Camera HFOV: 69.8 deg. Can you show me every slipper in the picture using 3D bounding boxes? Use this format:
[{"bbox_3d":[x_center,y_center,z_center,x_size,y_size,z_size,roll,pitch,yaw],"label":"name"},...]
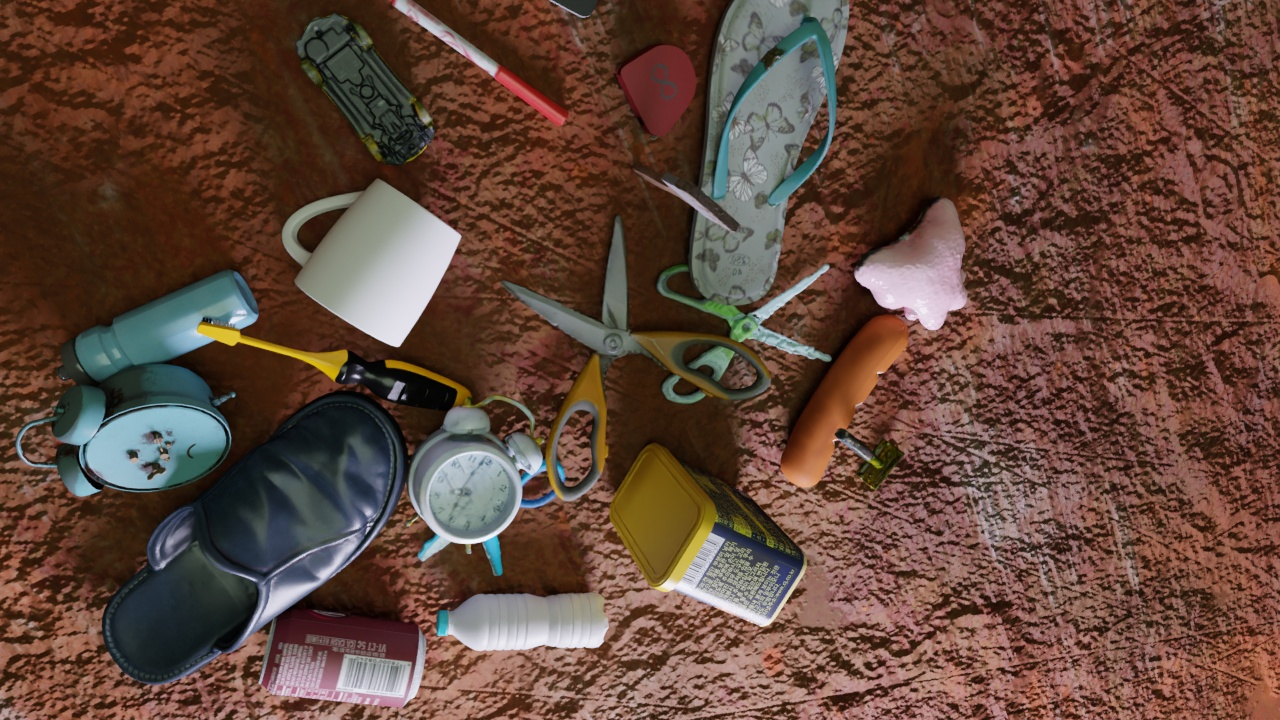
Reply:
[{"bbox_3d":[0.091,-0.171,0.677,0.098,0.055,0.269,11,101,-16],"label":"slipper"},{"bbox_3d":[-0.275,0.132,0.639,0.265,0.083,0.109,-42,92,0],"label":"slipper"}]

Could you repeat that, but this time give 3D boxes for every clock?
[{"bbox_3d":[-0.336,0.047,0.604,0.124,0.053,0.090,-2,135,-34],"label":"clock"},{"bbox_3d":[-0.123,0.080,0.684,0.083,0.057,0.117,30,88,-22],"label":"clock"}]

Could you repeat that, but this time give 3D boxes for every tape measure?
[{"bbox_3d":[0.015,-0.199,0.669,0.051,0.019,0.059,-33,119,-6],"label":"tape measure"}]

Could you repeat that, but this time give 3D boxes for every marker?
[{"bbox_3d":[-0.111,-0.208,0.634,0.142,0.013,0.013,32,95,-22],"label":"marker"}]

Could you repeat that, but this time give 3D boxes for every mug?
[{"bbox_3d":[-0.188,-0.077,0.624,0.114,0.081,0.087,34,89,9],"label":"mug"}]

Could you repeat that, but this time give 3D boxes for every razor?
[{"bbox_3d":[0.188,0.076,0.775,0.042,0.026,0.106,-51,142,5],"label":"razor"}]

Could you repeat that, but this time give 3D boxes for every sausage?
[{"bbox_3d":[0.169,0.032,0.771,0.044,0.039,0.164,28,97,-28],"label":"sausage"}]

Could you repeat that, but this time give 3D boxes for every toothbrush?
[{"bbox_3d":[-0.207,0.005,0.644,0.196,0.031,0.031,19,116,-33],"label":"toothbrush"}]

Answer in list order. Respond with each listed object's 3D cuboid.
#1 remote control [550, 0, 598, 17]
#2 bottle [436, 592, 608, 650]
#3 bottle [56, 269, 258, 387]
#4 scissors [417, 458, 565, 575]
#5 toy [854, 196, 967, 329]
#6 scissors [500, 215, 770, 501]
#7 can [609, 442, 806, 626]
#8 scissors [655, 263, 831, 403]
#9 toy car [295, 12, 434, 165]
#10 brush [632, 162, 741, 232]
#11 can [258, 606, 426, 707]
[{"bbox_3d":[-0.090,-0.285,0.617,0.146,0.008,0.045,22,99,-21],"label":"remote control"},{"bbox_3d":[-0.096,0.213,0.748,0.136,0.044,0.044,4,105,-17],"label":"bottle"},{"bbox_3d":[-0.326,-0.018,0.615,0.130,0.040,0.040,-25,111,-7],"label":"bottle"},{"bbox_3d":[-0.120,0.111,0.728,0.140,0.011,0.134,-18,108,-11],"label":"scissors"},{"bbox_3d":[0.233,-0.074,0.751,0.102,0.050,0.093,-40,110,-5],"label":"toy"},{"bbox_3d":[-0.005,0.004,0.711,0.229,0.016,0.225,7,98,-9],"label":"scissors"},{"bbox_3d":[0.051,0.136,0.719,0.104,0.135,0.075,28,97,-24],"label":"can"},{"bbox_3d":[0.082,-0.023,0.747,0.171,0.024,0.165,23,94,-18],"label":"scissors"},{"bbox_3d":[-0.182,-0.180,0.611,0.049,0.030,0.107,-37,115,-1],"label":"toy car"},{"bbox_3d":[0.020,-0.119,0.627,0.045,0.143,0.008,35,95,-31],"label":"brush"},{"bbox_3d":[-0.227,0.228,0.705,0.114,0.063,0.063,14,102,-19],"label":"can"}]
